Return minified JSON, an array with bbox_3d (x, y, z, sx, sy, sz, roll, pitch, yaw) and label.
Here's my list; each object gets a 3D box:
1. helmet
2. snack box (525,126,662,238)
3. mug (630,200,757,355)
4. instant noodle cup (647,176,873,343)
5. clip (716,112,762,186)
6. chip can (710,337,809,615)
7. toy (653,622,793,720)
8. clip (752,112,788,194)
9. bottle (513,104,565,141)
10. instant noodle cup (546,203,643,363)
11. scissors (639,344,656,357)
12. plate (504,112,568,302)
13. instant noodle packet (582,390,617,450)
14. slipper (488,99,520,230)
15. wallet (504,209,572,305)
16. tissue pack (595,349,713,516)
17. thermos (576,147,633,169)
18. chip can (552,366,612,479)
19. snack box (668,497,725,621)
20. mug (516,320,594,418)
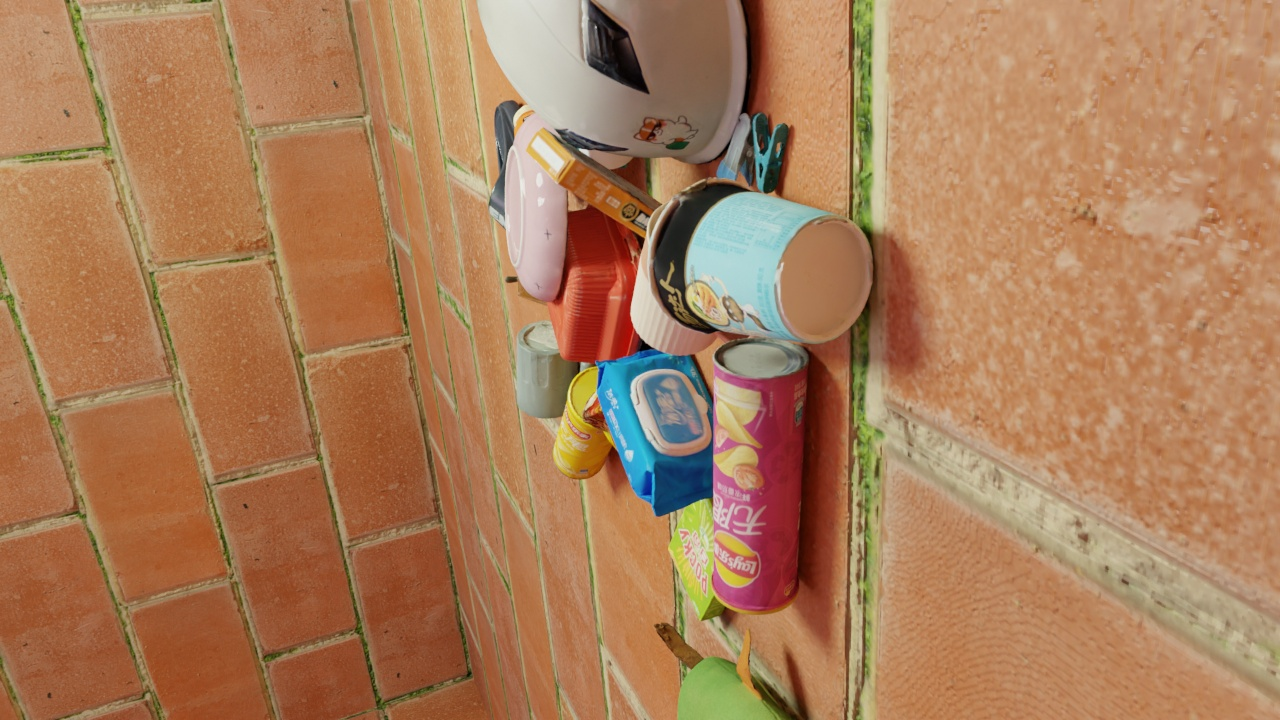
[{"bbox_3d":[-0.041,-0.272,0.700,0.231,0.156,0.274,122,132,-63],"label":"helmet"},{"bbox_3d":[-0.019,-0.136,0.762,0.026,0.153,0.075,-53,40,13],"label":"snack box"},{"bbox_3d":[0.050,-0.055,0.725,0.114,0.081,0.106,38,149,14],"label":"mug"},{"bbox_3d":[0.081,-0.061,0.594,0.120,0.111,0.111,23,124,57],"label":"instant noodle cup"},{"bbox_3d":[0.075,-0.154,0.668,0.058,0.042,0.026,102,150,-44],"label":"clip"},{"bbox_3d":[0.089,0.090,0.700,0.071,0.071,0.211,-135,38,-56],"label":"chip can"},{"bbox_3d":[0.092,0.341,0.828,0.247,0.089,0.227,27,128,61],"label":"toy"},{"bbox_3d":[0.089,-0.143,0.641,0.033,0.013,0.054,-130,35,-53],"label":"clip"},{"bbox_3d":[-0.119,-0.254,1.069,0.067,0.066,0.149,97,159,-44],"label":"bottle"},{"bbox_3d":[-0.048,-0.078,0.940,0.165,0.079,0.188,102,158,-43],"label":"instant noodle cup"},{"bbox_3d":[-0.008,-0.008,0.985,0.206,0.015,0.201,102,148,-51],"label":"scissors"},{"bbox_3d":[-0.110,-0.154,0.925,0.192,0.039,0.192,177,91,-74],"label":"plate"},{"bbox_3d":[0.000,0.084,0.921,0.128,0.044,0.111,49,165,-12],"label":"instant noodle packet"},{"bbox_3d":[-0.160,-0.210,1.170,0.111,0.083,0.268,115,138,-63],"label":"slipper"},{"bbox_3d":[-0.106,-0.121,1.081,0.119,0.035,0.131,17,128,21],"label":"wallet"},{"bbox_3d":[0.024,0.058,0.826,0.157,0.094,0.052,68,152,23],"label":"tissue pack"},{"bbox_3d":[-0.064,-0.276,0.895,0.073,0.073,0.224,104,147,-51],"label":"thermos"},{"bbox_3d":[-0.061,0.079,1.077,0.214,0.072,0.072,116,137,-65],"label":"chip can"},{"bbox_3d":[0.067,0.183,0.887,0.157,0.026,0.085,104,147,-53],"label":"snack box"},{"bbox_3d":[-0.106,0.019,1.193,0.124,0.083,0.104,27,132,30],"label":"mug"}]
